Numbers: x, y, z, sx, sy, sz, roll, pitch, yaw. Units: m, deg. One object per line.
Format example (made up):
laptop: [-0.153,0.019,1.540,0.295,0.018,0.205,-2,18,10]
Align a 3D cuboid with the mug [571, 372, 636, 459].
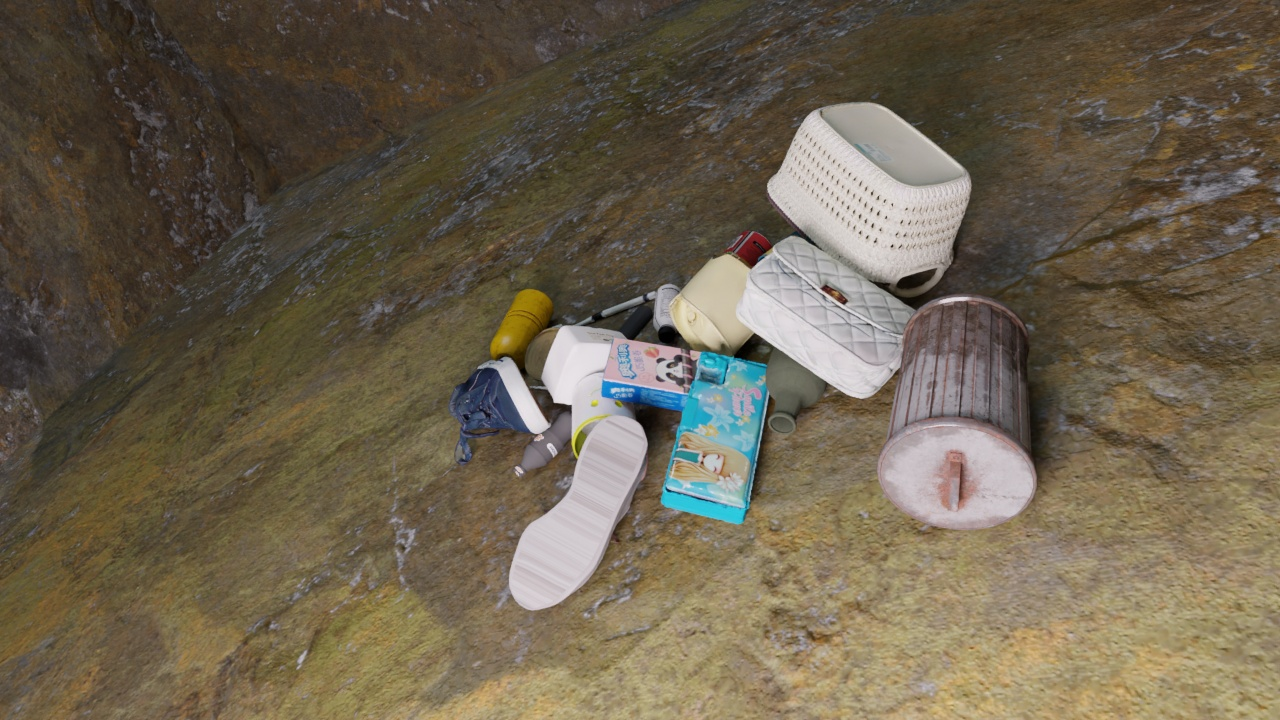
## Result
mug: [-0.046,0.076,1.161,0.083,0.082,0.106,-25,30,10]

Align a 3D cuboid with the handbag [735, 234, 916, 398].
handbag: [0.216,-0.057,1.033,0.195,0.073,0.138,36,50,18]

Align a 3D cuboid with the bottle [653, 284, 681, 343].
bottle: [0.040,-0.066,1.335,0.041,0.041,0.115,-20,32,18]

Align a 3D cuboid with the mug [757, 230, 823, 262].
mug: [0.217,-0.140,1.248,0.107,0.083,0.114,-39,25,-13]

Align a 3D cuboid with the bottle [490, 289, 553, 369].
bottle: [-0.196,-0.039,1.480,0.071,0.071,0.163,-15,34,26]

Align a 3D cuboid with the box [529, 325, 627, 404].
box: [-0.088,0.027,1.251,0.190,0.111,0.101,-50,45,38]

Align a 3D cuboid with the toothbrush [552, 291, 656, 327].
toothbrush: [-0.059,-0.075,1.462,0.187,0.017,0.012,-20,52,18]

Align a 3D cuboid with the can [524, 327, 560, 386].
can: [-0.126,-0.002,1.358,0.086,0.043,0.086,-14,59,24]

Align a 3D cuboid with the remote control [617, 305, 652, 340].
remote control: [-0.032,-0.030,1.371,0.033,0.015,0.146,5,46,45]

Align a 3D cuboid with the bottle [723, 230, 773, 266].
bottle: [0.121,-0.110,1.307,0.062,0.062,0.176,7,47,47]

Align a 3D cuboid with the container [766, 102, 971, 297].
container: [0.285,-0.210,1.139,0.184,0.143,0.251,-16,50,-27]

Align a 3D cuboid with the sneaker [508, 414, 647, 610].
sneaker: [-0.060,0.177,1.040,0.099,0.089,0.236,29,81,19]

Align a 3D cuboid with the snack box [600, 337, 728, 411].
snack box: [0.032,0.020,1.148,0.154,0.033,0.087,10,39,3]

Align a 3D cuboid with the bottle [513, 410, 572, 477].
bottle: [-0.125,0.113,1.221,0.109,0.036,0.036,-44,32,-21]

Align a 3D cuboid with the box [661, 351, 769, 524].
box: [0.091,0.079,1.037,0.094,0.040,0.226,14,44,6]

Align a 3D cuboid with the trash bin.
trash bin: [0.296,0.048,0.852,0.131,0.131,0.210,-11,34,30]

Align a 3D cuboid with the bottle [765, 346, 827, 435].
bottle: [0.187,0.003,1.072,0.072,0.071,0.206,-10,36,32]

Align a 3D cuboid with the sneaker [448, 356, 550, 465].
sneaker: [-0.211,0.072,1.261,0.127,0.121,0.295,-33,14,-18]

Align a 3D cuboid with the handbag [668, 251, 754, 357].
handbag: [0.109,-0.072,1.213,0.119,0.111,0.081,-46,12,-26]
